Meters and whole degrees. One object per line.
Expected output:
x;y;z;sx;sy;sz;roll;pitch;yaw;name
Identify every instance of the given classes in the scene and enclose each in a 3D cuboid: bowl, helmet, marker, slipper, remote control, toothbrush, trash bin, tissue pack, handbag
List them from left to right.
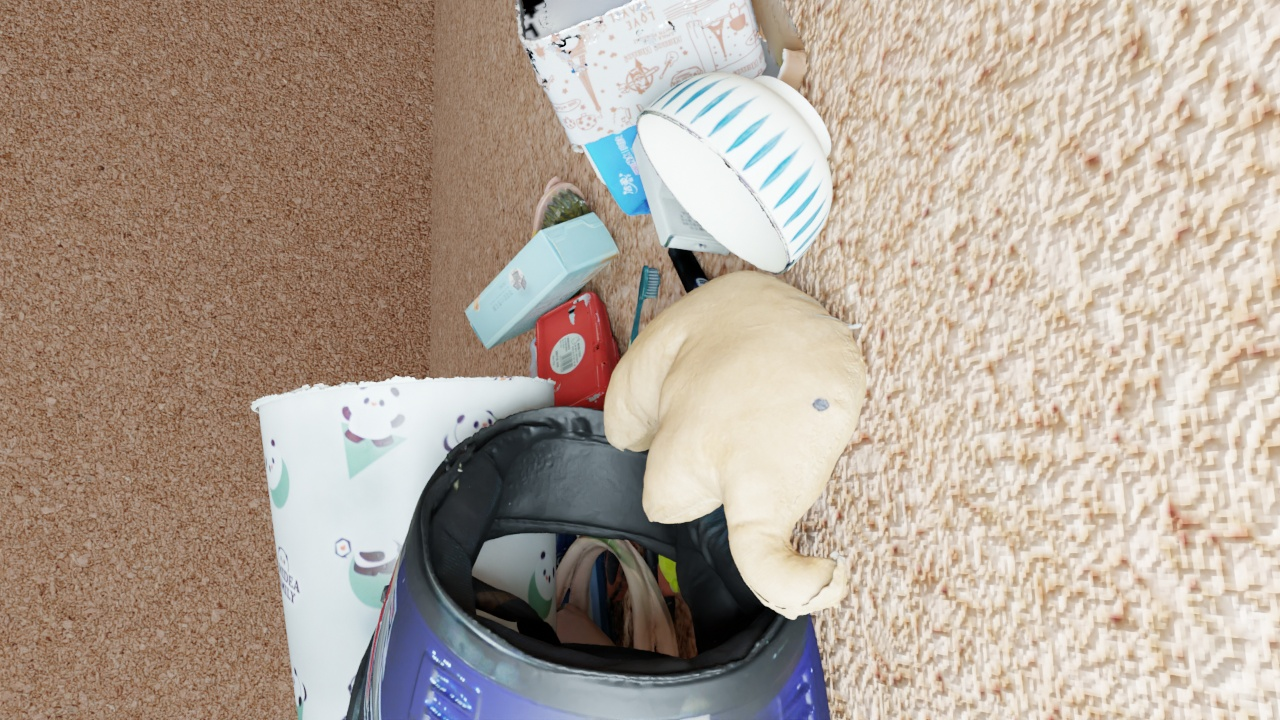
-0.165;0.150;0.689;0.230;0.229;0.251;155;112;-70;trash bin
-0.079;0.212;0.868;0.105;0.095;0.253;-160;68;-74;slipper
-0.031;0.190;0.507;0.315;0.247;0.241;-114;30;-68;helmet
-0.035;0.250;0.731;0.193;0.093;0.234;25;106;57;handbag
-0.025;-0.194;0.735;0.157;0.052;0.094;59;-166;-46;tissue pack
-0.005;0.005;0.805;0.016;0.018;0.192;-112;27;-57;toothbrush
0.028;-0.123;0.658;0.024;0.049;0.124;115;151;-44;remote control
0.043;-0.045;0.652;0.132;0.020;0.022;-111;12;-51;marker
0.060;-0.110;0.499;0.066;0.116;0.116;-44;19;-6;bowl

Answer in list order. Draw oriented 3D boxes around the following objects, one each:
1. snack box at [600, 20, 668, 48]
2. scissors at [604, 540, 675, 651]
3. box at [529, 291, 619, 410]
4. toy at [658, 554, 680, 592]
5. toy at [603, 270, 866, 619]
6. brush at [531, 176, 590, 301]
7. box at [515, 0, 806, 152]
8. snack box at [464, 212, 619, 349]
-0.007;-0.311;0.740;0.025;0.075;0.153;-106;25;-43;snack box
0.001;0.130;0.764;0.189;0.015;0.226;-116;37;-51;scissors
-0.052;0.029;0.869;0.101;0.095;0.201;58;-170;-30;box
0.027;0.112;0.670;0.100;0.031;0.097;-127;44;-63;toy
0.055;0.028;0.469;0.143;0.082;0.226;-51;27;8;toy
-0.093;-0.126;1.006;0.073;0.063;0.146;45;131;52;brush
0.021;-0.205;0.605;0.185;0.154;0.182;63;-167;-49;box
-0.102;-0.077;0.917;0.175;0.074;0.051;-36;84;46;snack box
